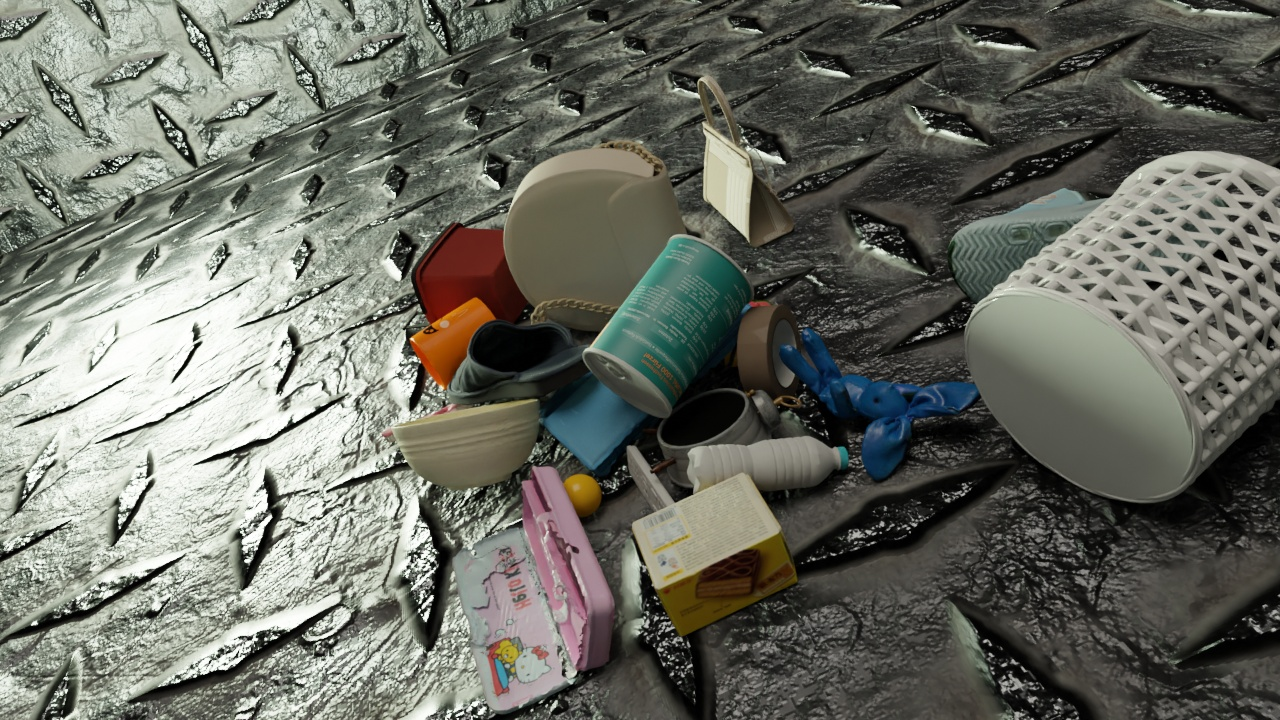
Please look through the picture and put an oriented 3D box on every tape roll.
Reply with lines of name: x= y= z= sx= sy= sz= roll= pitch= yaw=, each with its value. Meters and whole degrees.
tape roll: x=0.126 y=-0.006 z=0.887 sx=0.030 sy=0.094 sz=0.093 roll=-2 pitch=38 yaw=30

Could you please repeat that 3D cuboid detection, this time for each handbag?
handbag: x=0.112 y=-0.269 z=1.175 sx=0.062 sy=0.198 sz=0.175 roll=-25 pitch=33 yaw=-3
handbag: x=-0.052 y=-0.135 z=1.074 sx=0.209 sy=0.211 sz=0.103 roll=-12 pitch=34 yaw=13

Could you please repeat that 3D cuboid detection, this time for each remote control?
remote control: x=0.015 y=0.122 z=0.830 sx=0.012 sy=0.033 sz=0.131 roll=-15 pitch=30 yaw=-16

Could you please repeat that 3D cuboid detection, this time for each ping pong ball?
ping pong ball: x=-0.056 y=0.127 z=0.860 sx=0.040 sy=0.040 sz=0.040 roll=-16 pitch=33 yaw=11

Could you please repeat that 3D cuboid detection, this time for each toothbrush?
toothbrush: x=-0.243 y=0.066 z=1.090 sx=0.135 sy=0.016 sz=0.021 roll=-23 pitch=33 yaw=-4

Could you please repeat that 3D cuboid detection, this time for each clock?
clock: x=0.079 y=0.066 z=0.848 sx=0.148 sy=0.056 sz=0.103 roll=-25 pitch=24 yaw=6

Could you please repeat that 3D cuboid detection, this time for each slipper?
slipper: x=-0.143 y=-0.009 z=1.012 sx=0.108 sy=0.083 sz=0.266 roll=-31 pitch=13 yaw=-31
slipper: x=0.412 y=-0.111 z=0.858 sx=0.245 sy=0.104 sz=0.074 roll=-11 pitch=32 yaw=8

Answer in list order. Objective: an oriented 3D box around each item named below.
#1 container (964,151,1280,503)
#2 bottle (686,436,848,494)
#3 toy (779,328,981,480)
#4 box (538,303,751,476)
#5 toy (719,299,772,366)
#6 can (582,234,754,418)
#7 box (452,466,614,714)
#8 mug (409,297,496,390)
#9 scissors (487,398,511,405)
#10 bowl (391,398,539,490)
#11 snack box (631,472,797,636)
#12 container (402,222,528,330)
container: x=0.373 y=-0.024 z=0.671 sx=0.186 sy=0.189 sz=0.189 roll=-36 pitch=35 yaw=-16
bottle: x=0.110 y=0.090 z=0.785 sx=0.136 sy=0.044 sz=0.044 roll=-5 pitch=32 yaw=-8
toy: x=0.197 y=0.035 z=0.811 sx=0.112 sy=0.071 sz=0.176 roll=-40 pitch=46 yaw=-20
box: x=-0.011 y=-0.001 z=0.965 sx=0.231 sy=0.060 sz=0.175 roll=-46 pitch=36 yaw=-10
toy: x=0.102 y=-0.034 z=0.993 sx=0.084 sy=0.046 sz=0.103 roll=-3 pitch=41 yaw=7
can: x=0.027 y=-0.033 z=0.869 sx=0.099 sy=0.099 sz=0.143 roll=19 pitch=66 yaw=46
box: x=-0.099 y=0.185 z=0.772 sx=0.101 sy=0.111 sz=0.201 roll=-5 pitch=29 yaw=-19
mug: x=-0.230 y=-0.019 z=1.159 sx=0.095 sy=0.077 sz=0.113 roll=-35 pitch=3 yaw=-17
scissors: x=-0.177 y=0.051 z=1.070 sx=0.153 sy=0.014 sz=0.130 roll=1 pitch=40 yaw=28
bowl: x=-0.170 y=0.088 z=0.934 sx=0.151 sy=0.075 sz=0.150 roll=-11 pitch=2 yaw=0
snack box: x=0.058 y=0.152 z=0.732 sx=0.106 sy=0.061 sz=0.083 roll=-25 pitch=32 yaw=-2
container: x=-0.255 y=-0.106 z=1.253 sx=0.201 sy=0.127 sz=0.147 roll=0 pitch=39 yaw=21
